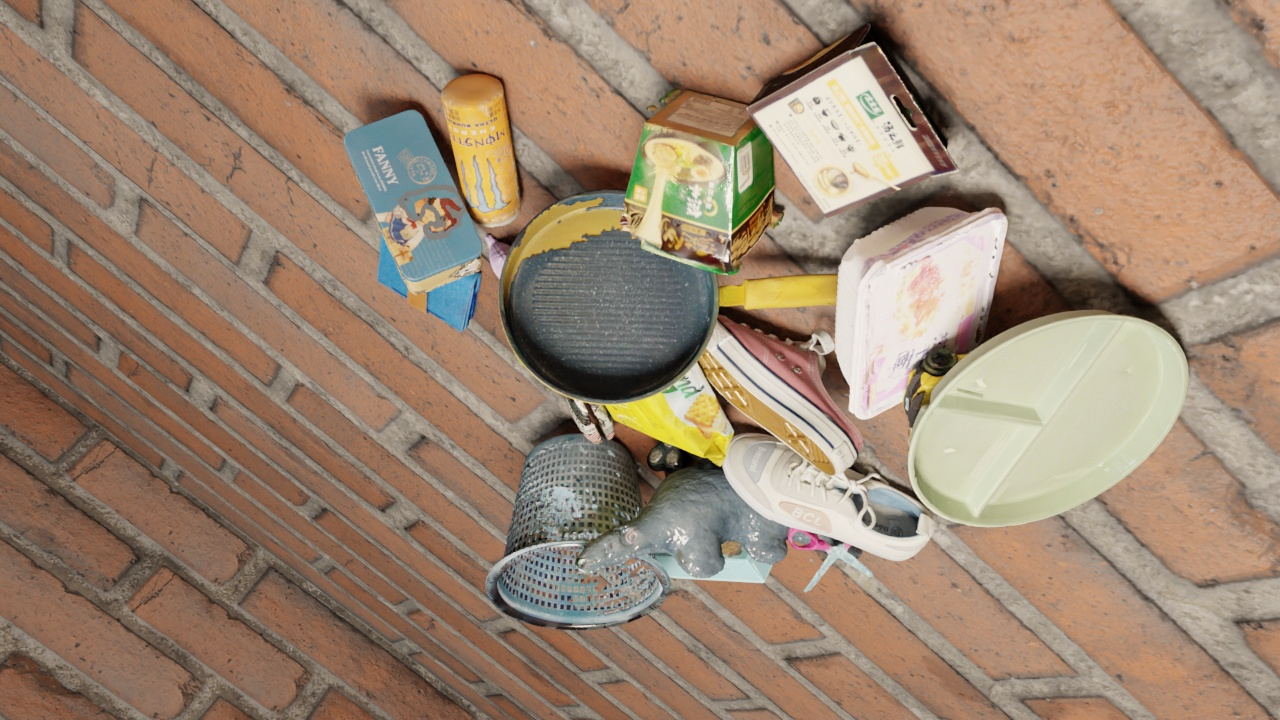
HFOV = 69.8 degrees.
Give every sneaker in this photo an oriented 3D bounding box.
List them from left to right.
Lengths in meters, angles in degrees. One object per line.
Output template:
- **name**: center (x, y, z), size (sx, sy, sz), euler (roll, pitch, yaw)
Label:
- **sneaker**: center (0.134, 0.010, 0.902), size (0.241, 0.087, 0.118), euler (42, 165, 32)
- **sneaker**: center (0.203, 0.145, 1.000), size (0.242, 0.089, 0.091), euler (24, 160, 7)

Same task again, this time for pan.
- **pan**: center (0.052, -0.059, 0.822), size (0.357, 0.197, 0.078), euler (0, 172, -2)

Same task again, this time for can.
- **can**: center (-0.153, -0.203, 0.899), size (0.058, 0.058, 0.146), euler (20, 143, 19)

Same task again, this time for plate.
- **plate**: center (0.325, 0.050, 0.746), size (0.230, 0.027, 0.231), euler (-5, 131, -7)

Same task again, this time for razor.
- **razor**: center (0.049, 0.154, 1.174), size (0.067, 0.062, 0.168), euler (-10, 141, 4)

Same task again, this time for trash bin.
- **trash bin**: center (-0.080, 0.210, 1.185), size (0.226, 0.194, 0.227), euler (-1, 140, -1)

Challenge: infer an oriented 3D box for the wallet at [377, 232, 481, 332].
- **wallet**: center (-0.262, -0.102, 1.129), size (0.133, 0.040, 0.107), euler (32, 141, 4)

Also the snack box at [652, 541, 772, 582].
- **snack box**: center (0.102, 0.249, 1.225), size (0.175, 0.074, 0.051), euler (-10, 127, 45)

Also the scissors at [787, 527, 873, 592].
- **scissors**: center (0.227, 0.215, 1.057), size (0.133, 0.133, 0.017), euler (32, -169, -22)

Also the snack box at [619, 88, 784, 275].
- **snack box**: center (0.054, -0.153, 0.757), size (0.117, 0.118, 0.106), euler (20, 133, 19)

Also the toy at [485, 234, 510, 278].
- **toy**: center (-0.135, -0.097, 1.004), size (0.084, 0.039, 0.108), euler (47, 176, -23)

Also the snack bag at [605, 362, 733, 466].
- **snack bag**: center (-0.006, 0.006, 0.988), size (0.158, 0.068, 0.246), euler (21, 148, 51)

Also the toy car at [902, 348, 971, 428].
- **toy car**: center (0.292, 0.016, 0.759), size (0.156, 0.041, 0.071), euler (-14, 137, 1)

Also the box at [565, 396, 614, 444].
- **box**: center (-0.067, 0.063, 1.114), size (0.072, 0.060, 0.164), euler (41, 168, 16)

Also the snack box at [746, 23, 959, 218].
- **snack box**: center (0.161, -0.176, 0.684), size (0.126, 0.053, 0.113), euler (-18, 121, 48)

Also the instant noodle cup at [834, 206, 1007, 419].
- **instant noodle cup**: center (0.216, -0.047, 0.745), size (0.060, 0.138, 0.174), euler (53, 162, 39)

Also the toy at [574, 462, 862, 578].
- **toy**: center (0.092, 0.185, 1.070), size (0.355, 0.137, 0.092), euler (-1, 156, -20)

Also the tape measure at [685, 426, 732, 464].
- **tape measure**: center (0.080, 0.092, 1.068), size (0.039, 0.057, 0.058), euler (36, 177, -2)

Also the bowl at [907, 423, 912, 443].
- **bowl**: center (0.296, 0.060, 0.836), size (0.113, 0.113, 0.062), euler (37, -172, -5)

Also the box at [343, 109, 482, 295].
- **box**: center (-0.231, -0.164, 0.931), size (0.184, 0.089, 0.062), euler (63, 166, 3)
